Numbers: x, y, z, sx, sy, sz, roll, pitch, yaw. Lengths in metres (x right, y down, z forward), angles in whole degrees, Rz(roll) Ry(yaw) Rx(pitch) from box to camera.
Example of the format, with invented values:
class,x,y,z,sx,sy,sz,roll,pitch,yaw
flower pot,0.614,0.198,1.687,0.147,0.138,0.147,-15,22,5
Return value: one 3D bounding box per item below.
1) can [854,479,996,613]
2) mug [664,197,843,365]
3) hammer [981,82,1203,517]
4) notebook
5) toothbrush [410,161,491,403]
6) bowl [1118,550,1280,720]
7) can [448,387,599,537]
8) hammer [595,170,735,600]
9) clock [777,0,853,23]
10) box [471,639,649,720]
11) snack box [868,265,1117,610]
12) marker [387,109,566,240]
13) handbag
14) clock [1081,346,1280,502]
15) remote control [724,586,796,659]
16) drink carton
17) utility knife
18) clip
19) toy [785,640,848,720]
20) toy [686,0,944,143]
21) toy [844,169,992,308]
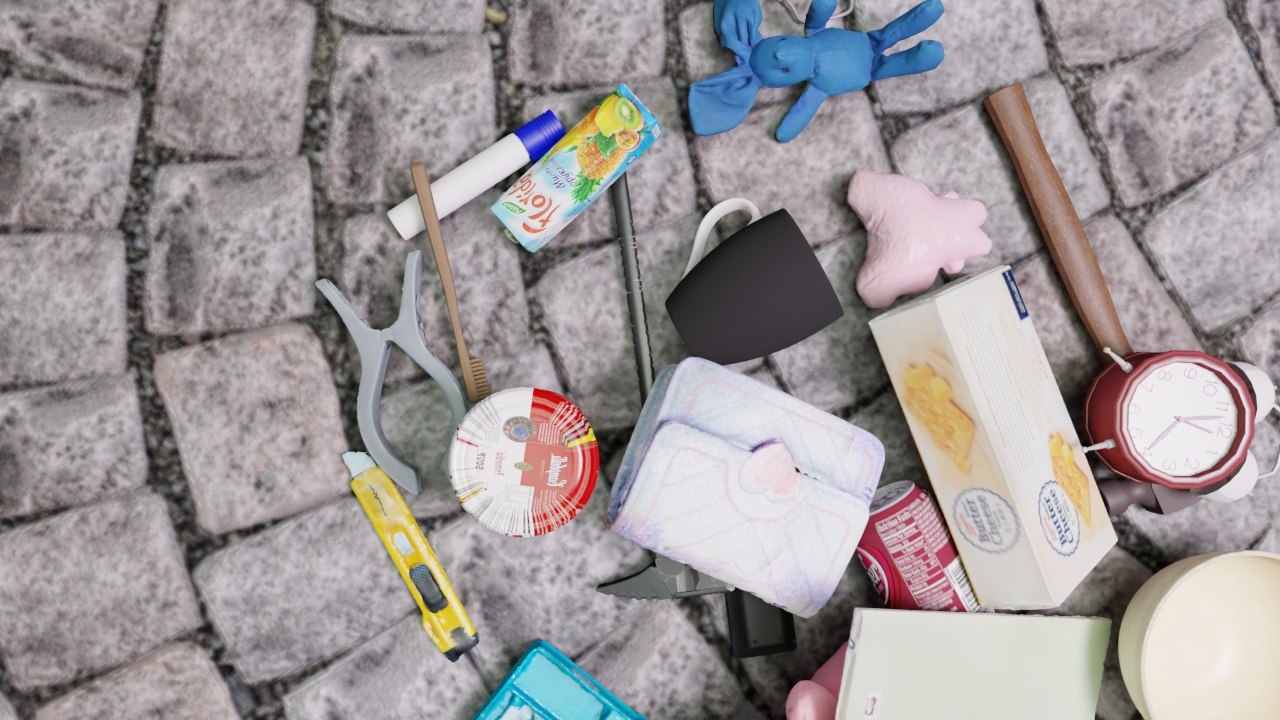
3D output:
class,x,y,z,sx,sy,sz,roll,pitch,yaw
can,0.191,0.144,0.627,0.063,0.063,0.114,-29,90,-4
mug,0.066,-0.055,0.625,0.100,0.085,0.118,-29,60,8
hammer,0.324,-0.046,0.657,0.115,0.033,0.323,-24,89,-2
notebook,0.213,0.252,0.591,0.252,0.010,0.182,11,89,-32
toothbrush,-0.129,-0.052,0.624,0.016,0.016,0.167,-14,101,-7
bowl,0.395,0.200,0.632,0.150,0.075,0.150,0,89,-3
can,-0.071,0.061,0.587,0.086,0.116,0.086,0,88,-4
hammer,-0.004,0.004,0.641,0.095,0.015,0.325,-8,86,8
clock,0.122,-0.305,0.644,0.091,0.044,0.123,-13,89,-4
box,-0.036,0.328,0.614,0.227,0.056,0.185,39,76,-2
snack box,0.236,0.049,0.611,0.104,0.058,0.208,-21,89,-41
marker,-0.112,-0.127,0.637,0.133,0.023,0.027,-33,112,-4
handbag,0.069,0.082,0.594,0.158,0.069,0.126,25,77,-13
clock,0.364,0.041,0.615,0.137,0.048,0.096,13,89,2
remote control,0.078,0.132,0.641,0.047,0.022,0.150,-8,89,-3
drink carton,-0.045,-0.129,0.626,0.129,0.038,0.044,-42,83,5
utility knife,-0.160,0.133,0.633,0.030,0.017,0.163,-29,87,-13
clip,-0.148,0.005,0.631,0.107,0.028,0.163,-21,91,-5
toy,0.110,0.268,0.585,0.212,0.084,0.142,-37,108,-22
toy,0.115,-0.214,0.630,0.176,0.071,0.112,-7,89,4
toy,0.194,-0.088,0.638,0.096,0.053,0.099,-5,83,4
